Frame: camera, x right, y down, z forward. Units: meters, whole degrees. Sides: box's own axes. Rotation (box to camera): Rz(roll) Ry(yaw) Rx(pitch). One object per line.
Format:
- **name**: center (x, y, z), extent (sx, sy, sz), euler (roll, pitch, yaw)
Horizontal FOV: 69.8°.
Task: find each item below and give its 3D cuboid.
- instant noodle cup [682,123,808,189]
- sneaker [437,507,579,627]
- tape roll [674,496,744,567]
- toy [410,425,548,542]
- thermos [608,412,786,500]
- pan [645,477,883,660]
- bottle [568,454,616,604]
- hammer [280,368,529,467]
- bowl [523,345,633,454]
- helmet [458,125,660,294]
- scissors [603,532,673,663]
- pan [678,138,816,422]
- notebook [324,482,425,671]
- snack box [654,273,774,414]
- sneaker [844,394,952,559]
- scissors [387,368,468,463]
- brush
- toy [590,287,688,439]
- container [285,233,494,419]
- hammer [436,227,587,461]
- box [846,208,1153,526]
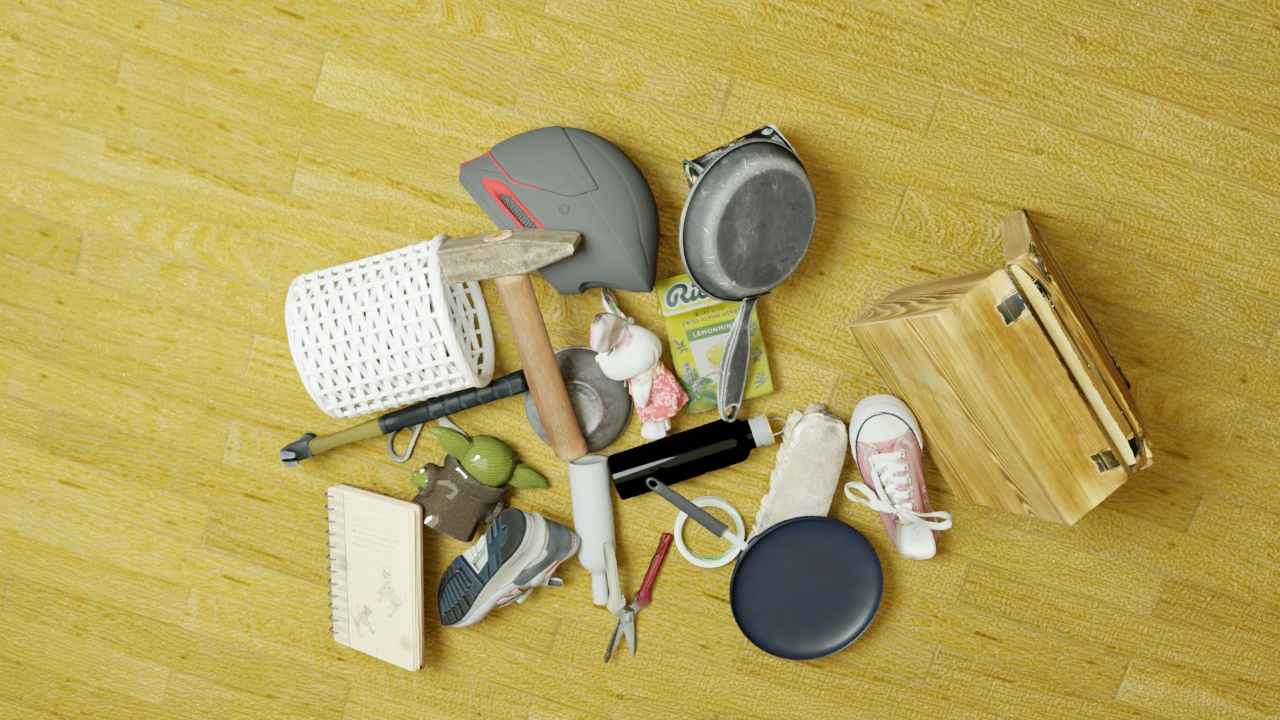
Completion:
- **instant noodle cup**: center (0.133, -0.209, 1.103), extent (0.112, 0.137, 0.137), euler (-33, 96, -2)
- **sneaker**: center (-0.166, 0.281, 1.203), extent (0.124, 0.088, 0.240), euler (13, 134, -34)
- **tape roll**: center (0.092, 0.228, 1.222), extent (0.094, 0.018, 0.094), euler (0, 99, 2)
- **toy**: center (-0.225, 0.163, 1.190), extent (0.179, 0.078, 0.153), euler (32, 103, -29)
- **thermos**: center (0.077, 0.116, 1.183), extent (0.231, 0.061, 0.061), euler (-19, 97, 5)
- **pan**: center (0.149, 0.245, 1.155), extent (0.356, 0.021, 0.199), euler (36, 98, -13)
- **bottle**: center (-0.060, 0.226, 1.210), extent (0.052, 0.052, 0.195), euler (-4, 99, 3)
- **hammer**: center (-0.300, 0.073, 1.161), extent (0.333, 0.117, 0.025), euler (-17, 99, 5)
- **bowl**: center (-0.083, 0.058, 1.177), extent (0.145, 0.067, 0.145), euler (0, 99, 2)
- **helmet**: center (-0.074, -0.181, 1.091), extent (0.170, 0.164, 0.264), euler (-41, 87, 2)
- **scissors**: center (-0.015, 0.306, 1.220), extent (0.194, 0.015, 0.179), euler (-48, 127, -10)
- **pan**: center (0.123, -0.077, 1.067), extent (0.187, 0.055, 0.357), euler (-15, 119, -28)
- **notebook**: center (-0.352, 0.283, 1.206), extent (0.168, 0.024, 0.225), euler (8, 102, 31)
- **snack box**: center (0.095, -0.028, 1.168), extent (0.121, 0.045, 0.181), euler (-13, 98, 5)
- **sneaker**: center (0.318, 0.159, 1.140), extent (0.118, 0.087, 0.241), euler (-14, 113, 24)
- **scissors**: center (-0.277, 0.076, 1.216), extent (0.169, 0.012, 0.157), euler (-38, 97, 7)
- **brush**: center (0.198, 0.189, 1.191), extent (0.083, 0.056, 0.271), euler (14, 100, -4)
- **toy**: center (-0.007, 0.007, 1.137), extent (0.084, 0.158, 0.194), euler (-22, 111, 12)
- **container**: center (-0.296, -0.039, 1.111), extent (0.187, 0.189, 0.189), euler (-14, 98, 5)
- **hammer**: center (-0.114, -0.009, 1.070), extent (0.158, 0.037, 0.301), euler (-6, 119, 17)
- **box**: center (0.458, -0.005, 1.057), extent (0.263, 0.269, 0.279), euler (-34, 96, -8)
